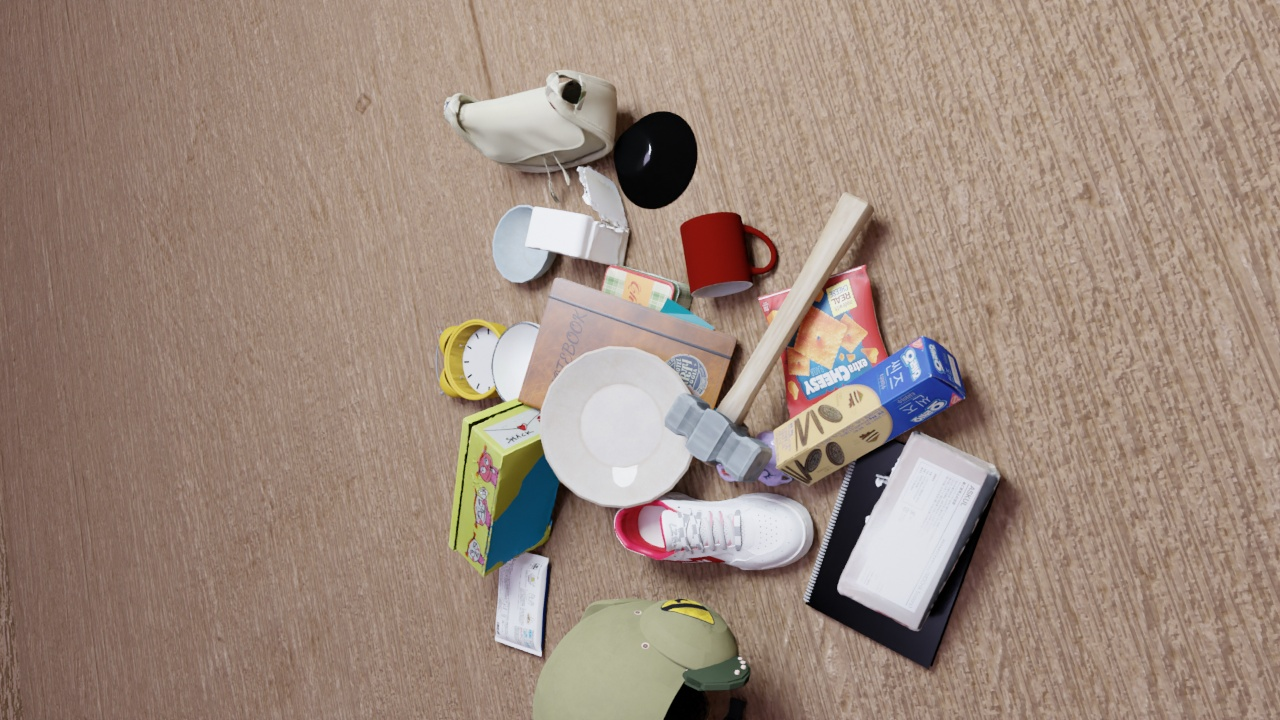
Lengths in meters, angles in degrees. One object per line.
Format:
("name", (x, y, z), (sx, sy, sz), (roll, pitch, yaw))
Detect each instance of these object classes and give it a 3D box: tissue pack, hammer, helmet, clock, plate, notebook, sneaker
("tissue pack", (0.273, 0.165, 0.919), (0.104, 0.071, 0.181), (25, 105, 16))
("hammer", (0.149, -0.029, 0.982), (0.117, 0.051, 0.323), (36, 100, 32))
("helmet", (0.010, 0.365, 0.983), (0.233, 0.255, 0.250), (15, 96, 32))
("clock", (-0.237, 0.000, 1.315), (0.152, 0.052, 0.113), (-3, 87, 31))
("plate", (-0.025, 0.078, 1.083), (0.189, 0.027, 0.188), (0, 91, 11))
("notebook", (0.267, 0.194, 0.963), (0.149, 0.016, 0.207), (22, 101, 33))
("sneaker", (0.072, 0.196, 1.049), (0.237, 0.104, 0.090), (1, 89, 36))
("notebook", (-0.008, 0.007, 1.101), (0.249, 0.014, 0.178), (19, 99, 10))

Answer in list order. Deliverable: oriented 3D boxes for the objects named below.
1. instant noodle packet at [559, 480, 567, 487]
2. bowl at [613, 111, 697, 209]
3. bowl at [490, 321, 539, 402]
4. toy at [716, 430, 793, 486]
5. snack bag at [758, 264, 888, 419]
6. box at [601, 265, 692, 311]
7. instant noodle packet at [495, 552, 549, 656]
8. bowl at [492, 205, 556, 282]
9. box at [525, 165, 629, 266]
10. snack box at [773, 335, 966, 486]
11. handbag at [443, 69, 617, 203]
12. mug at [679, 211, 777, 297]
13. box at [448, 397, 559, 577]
("instant noodle packet", (-0.086, 0.121, 1.196), (0.135, 0.039, 0.099), (21, 120, 35))
("bowl", (0.004, -0.255, 1.145), (0.124, 0.052, 0.124), (-2, 88, 36))
("bowl", (-0.137, 0.008, 1.231), (0.117, 0.065, 0.116), (-2, 87, 36))
("toy", (0.127, 0.104, 1.053), (0.100, 0.036, 0.080), (-5, 93, 36))
("snack bag", (0.204, -0.017, 0.999), (0.131, 0.039, 0.144), (-16, 89, 33))
("box", (-0.013, -0.010, 1.153), (0.118, 0.050, 0.205), (21, 100, 34))
("instant noodle packet", (-0.165, 0.330, 1.264), (0.087, 0.026, 0.134), (5, 92, 36))
("bowl", (-0.152, -0.158, 1.264), (0.106, 0.039, 0.106), (-2, 88, 36))
("box", (-0.070, -0.192, 1.164), (0.103, 0.109, 0.130), (14, 98, 36))
("snack box", (0.229, 0.056, 0.944), (0.207, 0.057, 0.056), (-39, 33, 36))
("handbag", (-0.128, -0.282, 1.158), (0.230, 0.183, 0.132), (0, 87, 37))
("mug", (0.104, -0.125, 1.065), (0.106, 0.073, 0.082), (-10, 82, 7))
("box", (-0.170, 0.160, 1.178), (0.082, 0.124, 0.221), (38, 133, 28))
